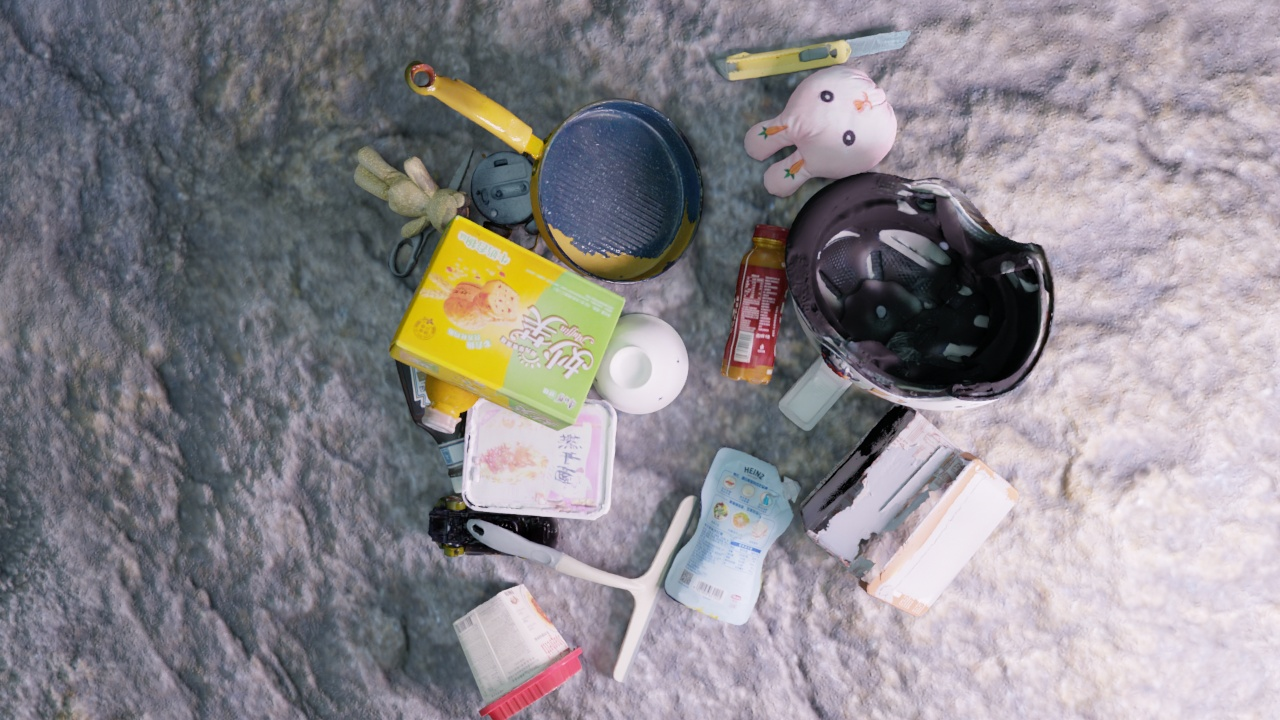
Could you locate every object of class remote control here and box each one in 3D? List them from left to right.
[{"bbox_3d":[0.212,0.021,1.041,0.049,0.024,0.125,40,97,2],"label":"remote control"}]

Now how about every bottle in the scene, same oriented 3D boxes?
[{"bbox_3d":[-0.232,0.060,1.090,0.080,0.044,0.195,-16,93,8],"label":"bottle"},{"bbox_3d":[-0.196,-0.011,1.040,0.068,0.068,0.189,17,74,6],"label":"bottle"},{"bbox_3d":[0.133,-0.063,1.027,0.057,0.057,0.175,11,95,6],"label":"bottle"}]

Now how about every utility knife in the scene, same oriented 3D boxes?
[{"bbox_3d":[0.191,-0.341,1.025,0.216,0.022,0.031,-8,99,3],"label":"utility knife"}]

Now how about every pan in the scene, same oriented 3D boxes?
[{"bbox_3d":[-0.082,-0.208,0.948,0.357,0.078,0.197,23,84,-27],"label":"pan"}]

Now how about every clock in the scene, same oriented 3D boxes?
[{"bbox_3d":[-0.147,-0.183,1.056,0.082,0.055,0.122,-9,94,7],"label":"clock"}]

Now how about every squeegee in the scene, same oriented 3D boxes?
[{"bbox_3d":[-0.085,0.233,1.063,0.246,0.039,0.246,21,96,-6],"label":"squeegee"}]

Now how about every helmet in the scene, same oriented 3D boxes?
[{"bbox_3d":[0.274,-0.057,0.958,0.274,0.157,0.229,27,74,9],"label":"helmet"}]

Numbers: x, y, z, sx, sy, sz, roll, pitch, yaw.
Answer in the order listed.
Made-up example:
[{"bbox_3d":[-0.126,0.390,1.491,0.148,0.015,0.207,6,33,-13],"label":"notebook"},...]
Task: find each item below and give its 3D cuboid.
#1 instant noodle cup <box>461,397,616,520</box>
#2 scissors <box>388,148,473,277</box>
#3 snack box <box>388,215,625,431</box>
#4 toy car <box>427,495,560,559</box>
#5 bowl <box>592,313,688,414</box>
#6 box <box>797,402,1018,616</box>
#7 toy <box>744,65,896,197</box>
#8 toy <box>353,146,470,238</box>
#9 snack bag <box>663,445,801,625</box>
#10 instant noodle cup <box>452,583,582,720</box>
[{"bbox_3d":[-0.114,0.109,1.064,0.173,0.060,0.138,3,85,6],"label":"instant noodle cup"},{"bbox_3d":[-0.235,-0.169,1.089,0.159,0.014,0.179,32,96,4],"label":"scissors"},{"bbox_3d":[-0.141,-0.037,0.988,0.210,0.070,0.157,26,73,-14],"label":"snack box"},{"bbox_3d":[-0.173,0.198,1.092,0.158,0.042,0.070,5,98,-2],"label":"toy car"},{"bbox_3d":[-0.006,0.006,1.047,0.118,0.064,0.118,0,94,7],"label":"bowl"},{"bbox_3d":[0.296,0.166,0.979,0.174,0.152,0.182,41,98,0],"label":"box"},{"bbox_3d":[0.198,-0.249,1.011,0.160,0.054,0.121,-30,90,16],"label":"toy"},{"bbox_3d":[-0.266,-0.196,1.063,0.157,0.066,0.105,29,125,11],"label":"toy"},{"bbox_3d":[0.107,0.203,1.061,0.110,0.038,0.191,22,95,10],"label":"snack bag"},{"bbox_3d":[-0.147,0.337,1.071,0.117,0.116,0.124,-34,78,8],"label":"instant noodle cup"}]
